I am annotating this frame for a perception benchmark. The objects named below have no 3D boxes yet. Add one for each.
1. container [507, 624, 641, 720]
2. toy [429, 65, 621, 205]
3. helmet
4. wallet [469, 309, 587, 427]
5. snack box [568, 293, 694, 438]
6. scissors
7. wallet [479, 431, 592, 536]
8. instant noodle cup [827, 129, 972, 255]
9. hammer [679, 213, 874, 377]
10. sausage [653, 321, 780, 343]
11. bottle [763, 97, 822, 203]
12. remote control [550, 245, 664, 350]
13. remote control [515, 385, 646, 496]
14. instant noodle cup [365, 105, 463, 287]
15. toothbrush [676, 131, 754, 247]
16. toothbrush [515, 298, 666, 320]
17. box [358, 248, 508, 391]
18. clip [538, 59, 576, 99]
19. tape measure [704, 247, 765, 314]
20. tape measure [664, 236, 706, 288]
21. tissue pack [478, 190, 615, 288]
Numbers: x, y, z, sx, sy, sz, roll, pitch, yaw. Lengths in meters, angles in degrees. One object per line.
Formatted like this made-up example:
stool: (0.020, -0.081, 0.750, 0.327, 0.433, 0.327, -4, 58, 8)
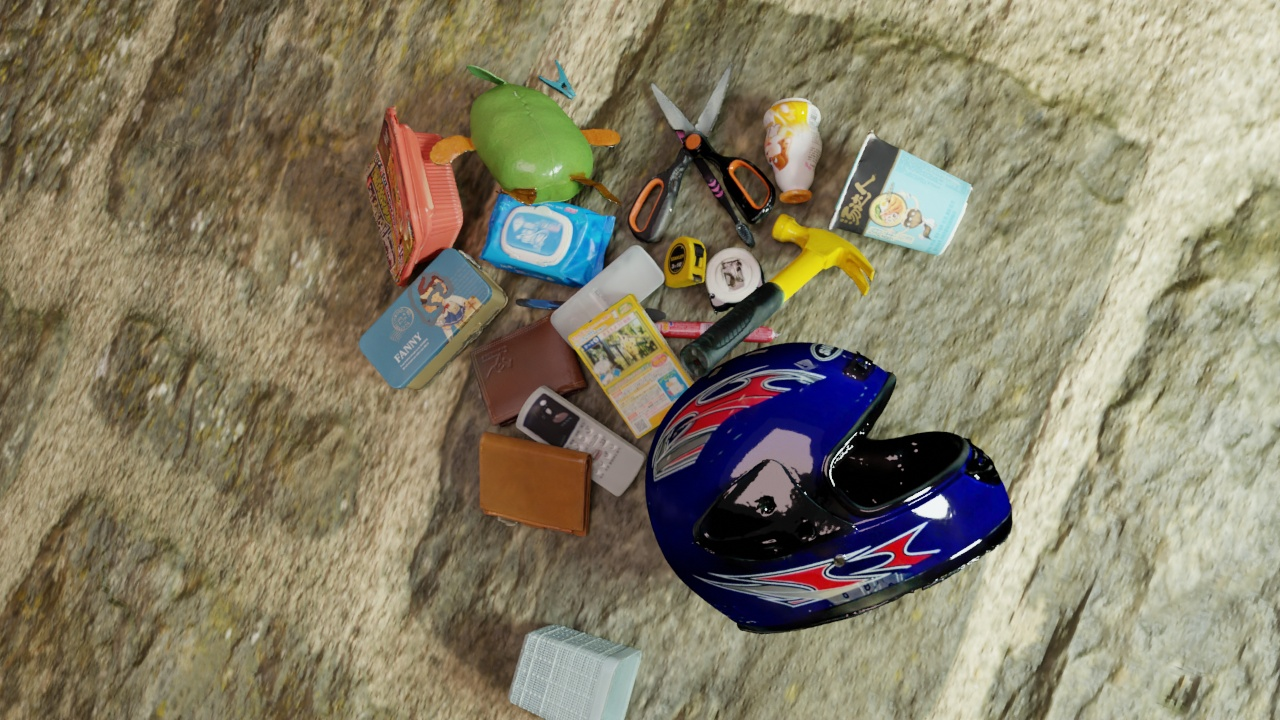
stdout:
container: (-0.072, 0.341, 0.985, 0.111, 0.090, 0.090, 15, 86, 19)
toy: (-0.125, -0.243, 1.047, 0.226, 0.090, 0.246, -9, 49, -25)
helmet: (0.155, 0.100, 0.865, 0.316, 0.246, 0.240, -24, 95, 20)
wallet: (-0.132, 0.009, 1.074, 0.125, 0.032, 0.101, -24, 75, 10)
snack box: (-0.006, 0.006, 1.020, 0.087, 0.033, 0.140, -35, 94, 8)
scissors: (0.063, -0.226, 1.045, 0.221, 0.021, 0.234, -49, 65, 12)
wallet: (-0.119, 0.142, 1.037, 0.132, 0.031, 0.108, 9, 110, 18)
instant noodle cup: (0.272, -0.167, 0.952, 0.120, 0.111, 0.111, 23, 89, 9)
hammer: (0.130, -0.064, 0.902, 0.129, 0.299, 0.033, 28, 131, 22)
sausage: (0.079, -0.033, 1.027, 0.156, 0.020, 0.020, 4, 84, 15)
bottle: (0.168, -0.229, 1.005, 0.063, 0.063, 0.108, -4, 81, 14)
remote control: (-0.038, -0.070, 1.041, 0.136, 0.020, 0.056, -40, 95, 9)
remote control: (-0.068, 0.090, 1.031, 0.150, 0.021, 0.058, 33, 102, 4)
instant noodle cup: (-0.265, -0.191, 1.078, 0.079, 0.189, 0.164, -10, 79, -23)
toothbrush: (0.080, -0.207, 1.051, 0.014, 0.017, 0.189, -34, 74, 15)
toothbrush: (-0.059, -0.060, 1.073, 0.190, 0.016, 0.014, 6, 94, 18)
box: (-0.251, -0.043, 1.096, 0.184, 0.061, 0.090, -47, 74, 4)
clip: (-0.098, -0.338, 1.116, 0.034, 0.013, 0.054, -45, 75, 7)
tape measure: (0.104, -0.091, 1.021, 0.066, 0.033, 0.066, -17, 79, 11)
tape measure: (0.052, -0.109, 1.029, 0.060, 0.028, 0.057, -7, 76, 58)
tissue pack: (-0.110, -0.142, 1.074, 0.157, 0.052, 0.095, 16, 88, 16)
